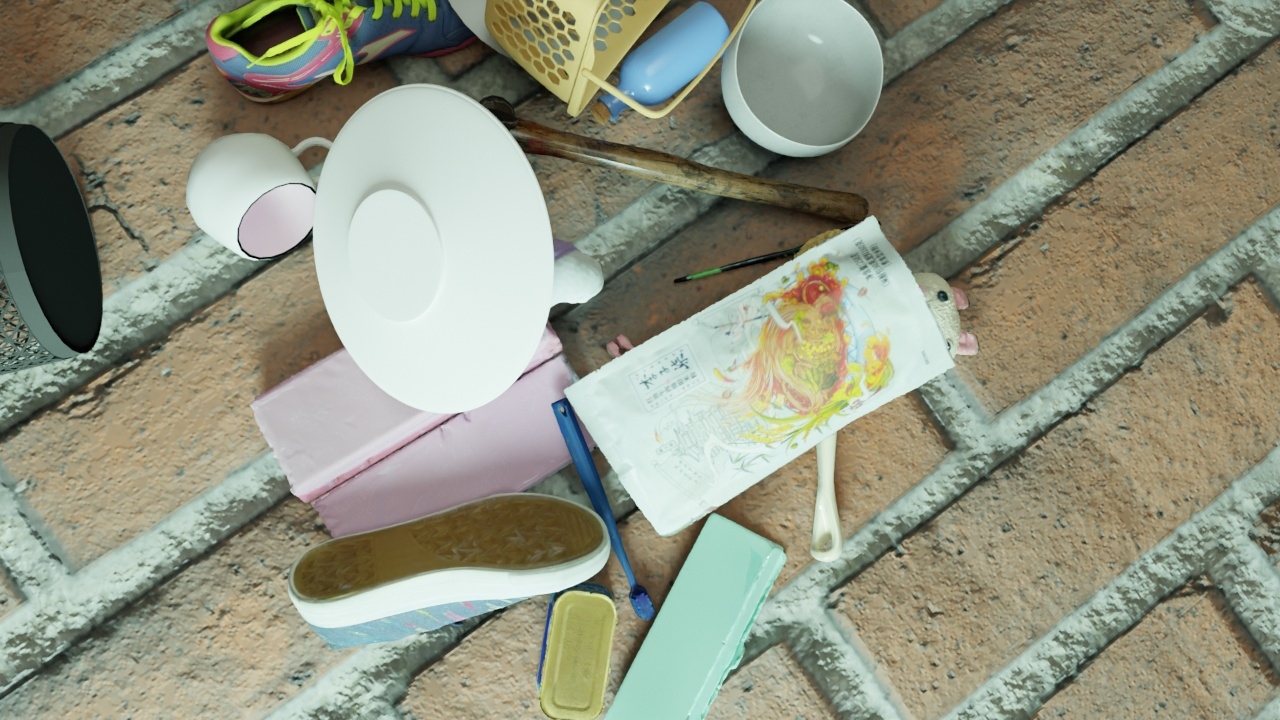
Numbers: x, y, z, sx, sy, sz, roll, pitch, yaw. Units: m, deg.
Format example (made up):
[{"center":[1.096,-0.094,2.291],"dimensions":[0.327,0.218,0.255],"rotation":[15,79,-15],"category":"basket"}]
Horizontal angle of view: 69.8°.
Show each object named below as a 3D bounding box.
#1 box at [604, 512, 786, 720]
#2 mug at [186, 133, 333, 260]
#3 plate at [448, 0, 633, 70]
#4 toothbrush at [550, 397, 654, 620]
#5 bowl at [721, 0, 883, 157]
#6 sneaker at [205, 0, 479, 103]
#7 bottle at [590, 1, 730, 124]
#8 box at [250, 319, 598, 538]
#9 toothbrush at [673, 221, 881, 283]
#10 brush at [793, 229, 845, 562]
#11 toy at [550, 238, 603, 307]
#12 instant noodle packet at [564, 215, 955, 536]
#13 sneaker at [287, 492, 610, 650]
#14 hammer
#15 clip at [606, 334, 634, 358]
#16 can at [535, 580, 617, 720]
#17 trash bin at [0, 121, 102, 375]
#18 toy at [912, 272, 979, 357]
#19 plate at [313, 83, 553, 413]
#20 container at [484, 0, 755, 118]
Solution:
[{"center":[0.051,0.223,0.733],"dimensions":[0.077,0.079,0.188],"rotation":[21,80,37],"category":"box"},{"center":[-0.285,-0.137,0.705],"dimensions":[0.076,0.090,0.123],"rotation":[42,63,18],"category":"mug"},{"center":[-0.080,-0.322,0.750],"dimensions":[0.172,0.019,0.172],"rotation":[6,76,-24],"category":"plate"},{"center":[-0.028,0.119,0.724],"dimensions":[0.016,0.017,0.190],"rotation":[-23,96,-14],"category":"toothbrush"},{"center":[0.129,-0.234,0.765],"dimensions":[0.131,0.064,0.132],"rotation":[0,89,-14],"category":"bowl"},{"center":[-0.216,-0.271,0.722],"dimensions":[0.241,0.091,0.116],"rotation":[-23,84,-9],"category":"sneaker"},{"center":[0.013,-0.242,0.766],"dimensions":[0.131,0.048,0.048],"rotation":[-40,89,-9],"category":"bottle"},{"center":[-0.160,0.046,0.716],"dimensions":[0.232,0.055,0.180],"rotation":[-33,89,-9],"category":"box"},{"center":[0.118,-0.089,0.779],"dimensions":[0.188,0.014,0.017],"rotation":[-16,94,-7],"category":"toothbrush"},{"center":[0.154,0.028,0.751],"dimensions":[0.077,0.062,0.272],"rotation":[4,88,-29],"category":"brush"},{"center":[-0.139,-0.091,0.691],"dimensions":[0.137,0.085,0.209],"rotation":[-43,66,-13],"category":"toy"},{"center":[0.092,0.016,0.701],"dimensions":[0.269,0.057,0.147],"rotation":[-31,98,7],"category":"instant noodle packet"},{"center":[-0.139,0.165,0.700],"dimensions":[0.235,0.087,0.079],"rotation":[-9,128,-10],"category":"sneaker"},{"center":[0.032,-0.149,0.733],"dimensions":[0.330,0.120,0.033],"rotation":[9,117,-14],"category":"hammer"},{"center":[-0.002,0.002,0.752],"dimensions":[0.035,0.022,0.057],"rotation":[-38,87,-5],"category":"clip"},{"center":[-0.049,0.223,0.705],"dimensions":[0.054,0.059,0.099],"rotation":[9,84,-5],"category":"can"},{"center":[-0.524,-0.064,0.617],"dimensions":[0.243,0.217,0.217],"rotation":[-10,85,-14],"category":"trash bin"},{"center":[0.235,-0.031,0.770],"dimensions":[0.112,0.050,0.087],"rotation":[2,83,-11],"category":"toy"},{"center":[-0.160,-0.073,0.633],"dimensions":[0.230,0.030,0.229],"rotation":[7,104,31],"category":"plate"},{"center":[-0.004,-0.284,0.691],"dimensions":[0.167,0.129,0.183],"rotation":[34,66,-1],"category":"container"}]
